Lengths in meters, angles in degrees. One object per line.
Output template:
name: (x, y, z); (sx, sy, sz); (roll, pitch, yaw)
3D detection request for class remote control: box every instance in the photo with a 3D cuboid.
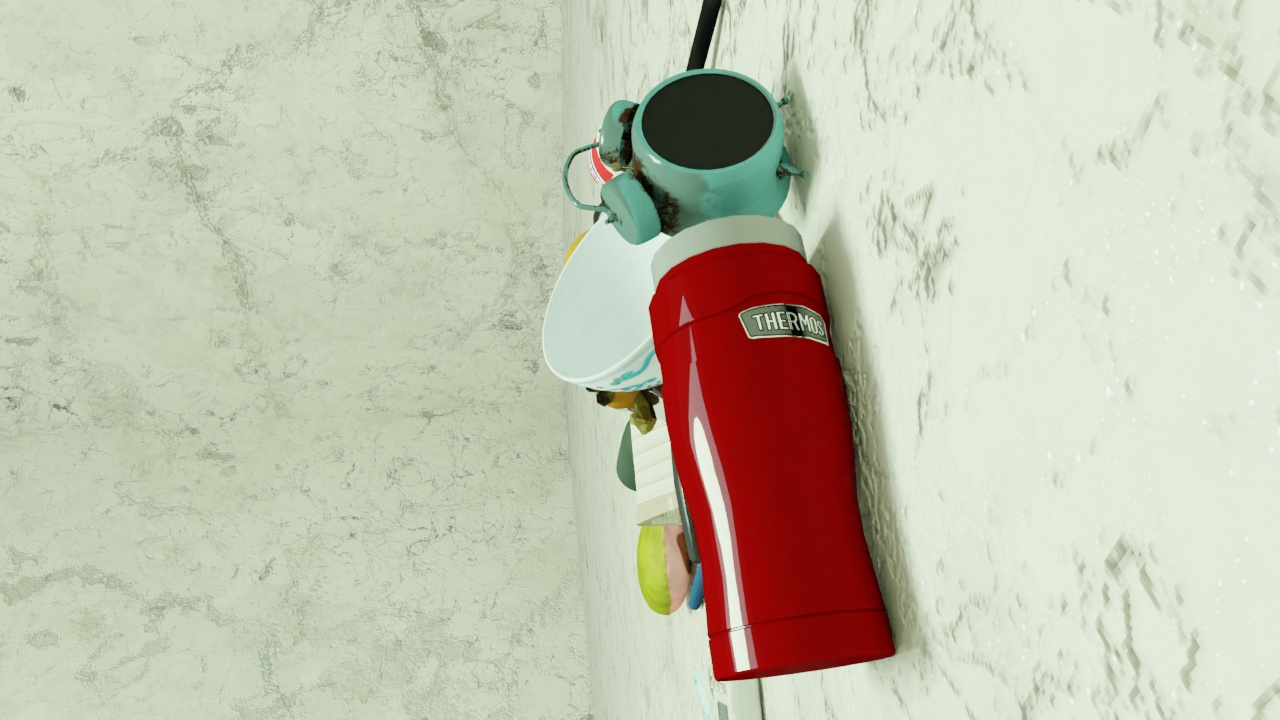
remote control: (0.066, 0.236, 0.639); (0.060, 0.025, 0.138); (114, 152, -74)

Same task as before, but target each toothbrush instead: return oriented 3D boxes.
toothbrush: (0.053, 0.174, 0.762); (0.014, 0.014, 0.168); (-58, -15, -30)

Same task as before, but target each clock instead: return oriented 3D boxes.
clock: (0.020, -0.107, 0.482); (0.053, 0.124, 0.090); (81, -179, -59)

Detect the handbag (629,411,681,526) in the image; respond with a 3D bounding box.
handbag: (0.041, 0.024, 0.717); (0.198, 0.062, 0.175); (126, 142, -65)

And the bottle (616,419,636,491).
bottle: (0.010, 0.072, 0.916); (0.174, 0.055, 0.055); (101, 165, -57)

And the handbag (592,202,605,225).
handbag: (-0.003, -0.108, 0.905); (0.079, 0.054, 0.128); (165, 90, -76)

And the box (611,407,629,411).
box: (-0.005, 0.009, 0.924); (0.143, 0.080, 0.089); (104, 143, -70)

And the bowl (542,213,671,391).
bowl: (0.012, -0.035, 0.585); (0.144, 0.074, 0.143); (-33, 40, 33)

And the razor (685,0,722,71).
razor: (0.042, -0.211, 0.674); (0.144, 0.022, 0.042); (97, 167, -53)

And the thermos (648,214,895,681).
thermos: (0.050, 0.042, 0.429); (0.108, 0.083, 0.198); (-40, 51, 53)

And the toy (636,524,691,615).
toy: (0.022, 0.195, 0.875); (0.110, 0.051, 0.089); (91, 175, -47)

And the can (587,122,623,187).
can: (-0.015, -0.210, 0.928); (0.132, 0.070, 0.070); (-155, 63, -82)

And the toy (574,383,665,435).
toy: (-0.001, 0.022, 0.633); (0.076, 0.100, 0.063); (45, 123, 56)

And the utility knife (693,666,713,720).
utility knife: (0.066, 0.311, 0.706); (0.223, 0.019, 0.030); (-123, 36, -67)

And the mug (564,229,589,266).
mug: (-0.029, -0.104, 1.029); (0.124, 0.100, 0.094); (-49, 18, 12)
